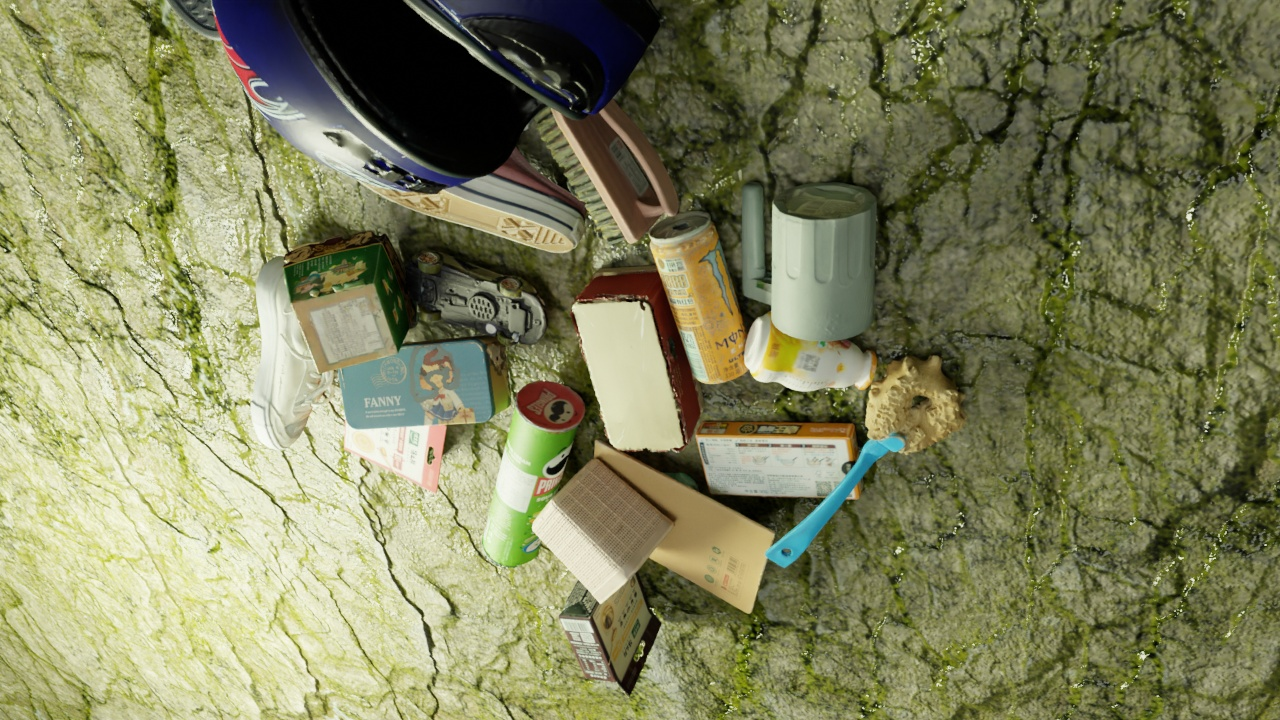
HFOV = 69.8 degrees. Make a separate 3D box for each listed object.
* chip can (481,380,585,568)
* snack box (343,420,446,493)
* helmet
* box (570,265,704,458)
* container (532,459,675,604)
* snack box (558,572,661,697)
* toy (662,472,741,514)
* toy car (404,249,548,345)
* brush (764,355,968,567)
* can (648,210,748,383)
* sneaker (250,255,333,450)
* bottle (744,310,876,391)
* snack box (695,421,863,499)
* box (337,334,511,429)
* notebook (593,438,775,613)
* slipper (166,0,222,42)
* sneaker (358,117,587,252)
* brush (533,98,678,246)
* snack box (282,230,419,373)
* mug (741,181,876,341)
[{"bbox_3d":[-0.122,0.129,0.997,0.072,0.072,0.237,25,129,6],"label":"chip can"},{"bbox_3d":[-0.270,0.075,1.043,0.127,0.044,0.113,24,128,8],"label":"snack box"},{"bbox_3d":[-0.154,-0.232,0.616,0.241,0.247,0.315,-47,56,19],"label":"helmet"},{"bbox_3d":[-0.005,0.005,0.854,0.091,0.080,0.168,-1,121,23],"label":"box"},{"bbox_3d":[-0.042,0.174,0.954,0.111,0.090,0.090,43,141,4],"label":"container"},{"bbox_3d":[-0.032,0.295,1.045,0.053,0.113,0.126,-2,121,26],"label":"snack box"},{"bbox_3d":[0.056,0.150,0.959,0.097,0.030,0.092,-11,122,43],"label":"toy"},{"bbox_3d":[-0.161,-0.061,0.901,0.158,0.042,0.070,20,128,12],"label":"toy car"},{"bbox_3d":[0.195,0.099,0.824,0.083,0.045,0.255,32,114,-8],"label":"brush"},{"bbox_3d":[0.054,-0.053,0.801,0.058,0.058,0.146,-5,120,27],"label":"can"},{"bbox_3d":[-0.369,0.004,1.017,0.091,0.089,0.243,19,122,5],"label":"sneaker"},{"bbox_3d":[0.146,-0.004,0.789,0.108,0.063,0.063,14,129,-9],"label":"bottle"},{"bbox_3d":[0.134,0.097,0.891,0.154,0.026,0.075,-1,121,25],"label":"snack box"},{"bbox_3d":[-0.227,0.022,0.948,0.184,0.059,0.090,-7,97,14],"label":"box"},{"bbox_3d":[0.036,0.176,0.966,0.208,0.008,0.148,26,137,20],"label":"notebook"},{"bbox_3d":[-0.365,-0.390,0.750,0.111,0.083,0.268,-30,90,28],"label":"slipper"},{"bbox_3d":[-0.155,-0.173,0.792,0.241,0.087,0.118,20,164,-14],"label":"sneaker"},{"bbox_3d":[-0.028,-0.171,0.755,0.073,0.063,0.145,-18,112,37],"label":"brush"},{"bbox_3d":[-0.285,-0.049,0.894,0.118,0.105,0.118,-15,122,-6],"label":"snack box"},{"bbox_3d":[0.131,-0.086,0.741,0.124,0.083,0.103,24,133,39],"label":"mug"}]
